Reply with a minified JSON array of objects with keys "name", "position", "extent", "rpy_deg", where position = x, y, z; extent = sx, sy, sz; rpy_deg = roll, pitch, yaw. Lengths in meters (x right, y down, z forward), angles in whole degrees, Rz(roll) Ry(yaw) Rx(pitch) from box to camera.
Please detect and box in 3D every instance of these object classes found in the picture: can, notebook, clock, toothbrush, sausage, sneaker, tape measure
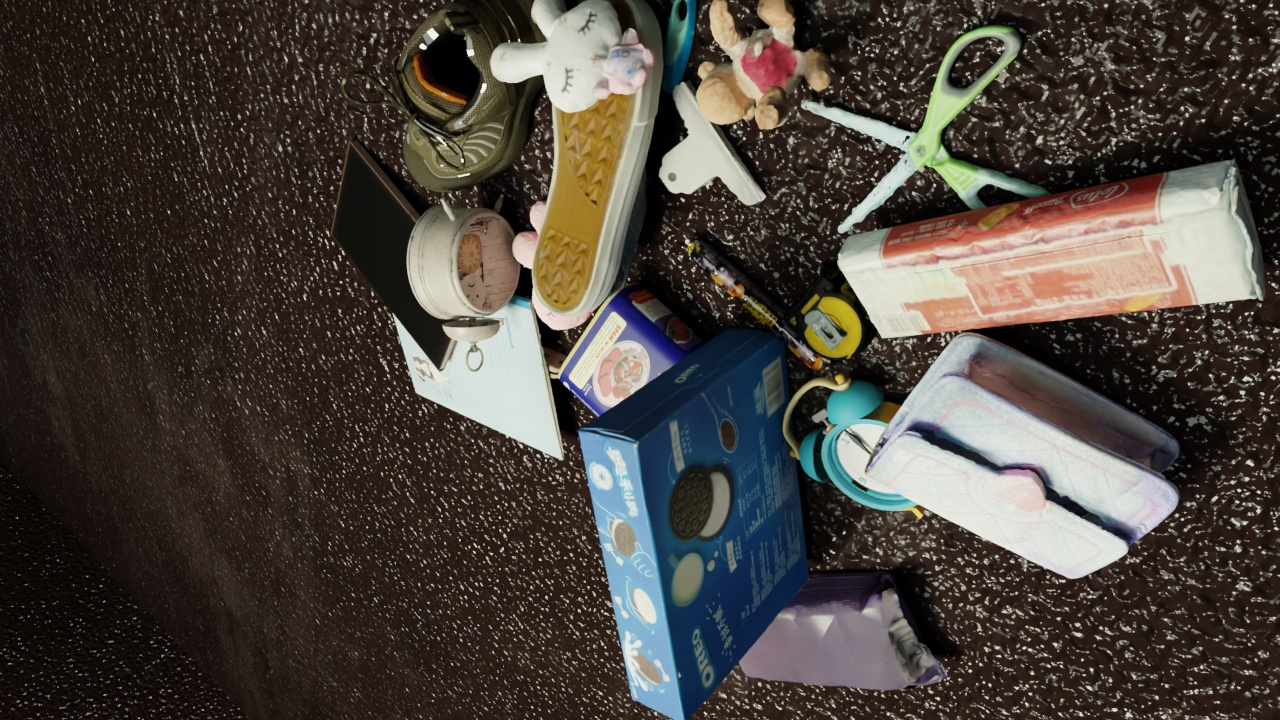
[{"name":"can","position":[-0.005,0.005,0.775],"extent":[0.092,0.056,0.116],"rpy_deg":[43,119,13]},{"name":"notebook","position":[-0.181,-0.009,0.956],"extent":[0.254,0.009,0.181],"rpy_deg":[19,128,39]},{"name":"clock","position":[-0.149,-0.067,0.819],"extent":[0.061,0.103,0.157],"rpy_deg":[5,103,30]},{"name":"clock","position":[0.169,0.065,0.692],"extent":[0.129,0.043,0.099],"rpy_deg":[32,135,11]},{"name":"toothbrush","position":[0.030,-0.246,0.622],"extent":[0.022,0.017,0.135],"rpy_deg":[31,137,22]},{"name":"sausage","position":[0.091,-0.043,0.702],"extent":[0.155,0.020,0.020],"rpy_deg":[44,138,10]},{"name":"sneaker","position":[-0.018,-0.147,0.685],"extent":[0.087,0.079,0.236],"rpy_deg":[23,110,33]},{"name":"tape measure","position":[0.139,-0.030,0.657],"extent":[0.061,0.034,0.062],"rpy_deg":[41,138,9]},{"name":"notebook","position":[-0.251,-0.106,0.950],"extent":[0.209,0.008,0.142],"rpy_deg":[49,138,15]},{"name":"sneaker","position":[-0.155,-0.195,0.724],"extent":[0.101,0.142,0.239],"rpy_deg":[50,139,2]}]

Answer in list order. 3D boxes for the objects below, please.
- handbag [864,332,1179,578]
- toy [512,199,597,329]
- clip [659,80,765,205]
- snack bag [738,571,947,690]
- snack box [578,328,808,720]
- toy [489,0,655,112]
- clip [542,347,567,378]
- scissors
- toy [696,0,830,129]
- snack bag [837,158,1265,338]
[{"name":"handbag","position":[0.241,0.072,0.593],"extent":[0.158,0.069,0.127],"rpy_deg":[28,133,6]},{"name":"toy","position":[-0.069,-0.085,0.795],"extent":[0.105,0.053,0.109],"rpy_deg":[52,134,19]},{"name":"clip","position":[0.046,-0.149,0.675],"extent":[0.056,0.045,0.101],"rpy_deg":[-30,95,41]},{"name":"snack bag","position":[0.157,0.240,0.809],"extent":[0.206,0.058,0.096],"rpy_deg":[-15,106,47]},{"name":"snack box","position":[0.053,0.119,0.703],"extent":[0.056,0.195,0.239],"rpy_deg":[9,118,37]},{"name":"toy","position":[-0.044,-0.210,0.621],"extent":[0.123,0.038,0.079],"rpy_deg":[25,91,27]},{"name":"clip","position":[-0.093,-0.001,0.893],"extent":[0.052,0.026,0.059],"rpy_deg":[55,146,1]},{"name":"scissors","position":[0.178,-0.128,0.569],"extent":[0.172,0.023,0.172],"rpy_deg":[41,139,4]},{"name":"toy","position":[0.064,-0.187,0.589],"extent":[0.085,0.074,0.106],"rpy_deg":[52,163,-11]},{"name":"snack bag","position":[0.231,-0.059,0.542],"extent":[0.226,0.041,0.077],"rpy_deg":[-8,130,43]}]
